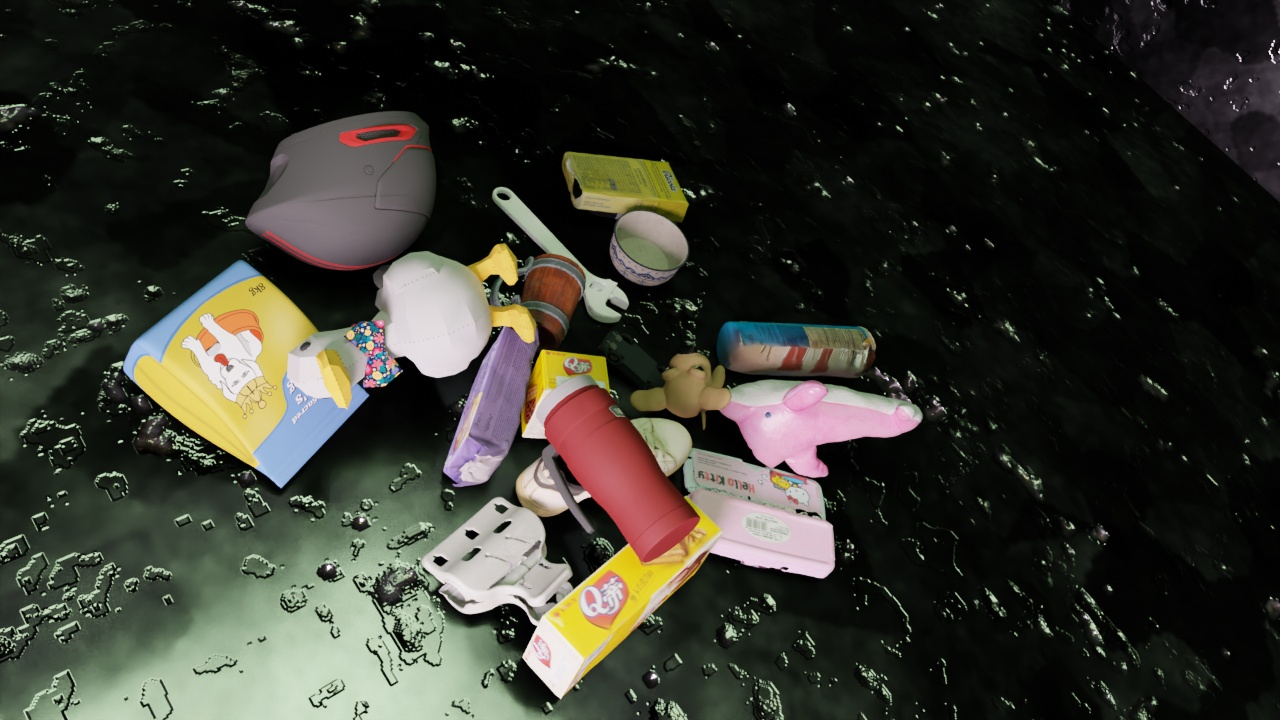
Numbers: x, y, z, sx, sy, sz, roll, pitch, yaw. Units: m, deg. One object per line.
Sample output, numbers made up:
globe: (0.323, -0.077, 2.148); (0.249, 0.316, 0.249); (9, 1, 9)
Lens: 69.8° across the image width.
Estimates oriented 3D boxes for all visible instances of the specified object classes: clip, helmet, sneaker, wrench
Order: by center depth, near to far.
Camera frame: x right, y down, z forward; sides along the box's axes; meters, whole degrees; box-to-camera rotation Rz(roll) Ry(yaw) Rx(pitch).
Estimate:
clip: (-0.141, 0.228, 0.990); (0.151, 0.092, 0.125); (33, 49, 18)
sneaker: (-0.032, 0.108, 1.099); (0.240, 0.103, 0.089); (-18, 65, -33)
helmet: (-0.357, -0.199, 1.139); (0.263, 0.165, 0.170); (-22, 96, -40)
wrench: (-0.119, -0.155, 1.312); (0.273, 0.018, 0.066); (46, 51, 13)

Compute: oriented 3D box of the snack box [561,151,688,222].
snack box: (-0.028, -0.266, 1.406); (0.180, 0.045, 0.121); (2, 43, -22)

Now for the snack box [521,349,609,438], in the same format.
snack box: (-0.094, 0.045, 1.116); (0.083, 0.106, 0.061); (6, 52, -21)

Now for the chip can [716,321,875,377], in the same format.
chip can: (0.226, -0.015, 1.328); (0.229, 0.080, 0.079); (1, 56, -23)

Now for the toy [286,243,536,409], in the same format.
toy: (-0.258, -0.040, 1.020); (0.267, 0.141, 0.246); (-20, 25, -13)

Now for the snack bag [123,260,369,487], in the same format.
snack bag: (-0.421, 0.018, 1.003); (0.205, 0.103, 0.158); (44, 48, -11)

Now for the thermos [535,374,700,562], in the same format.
thermos: (-0.036, 0.120, 0.976); (0.108, 0.084, 0.198); (-38, 69, -2)

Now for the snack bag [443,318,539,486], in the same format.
snack bag: (-0.170, 0.047, 1.088); (0.058, 0.097, 0.204); (25, 50, -14)

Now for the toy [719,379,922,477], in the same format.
toy: (0.235, 0.091, 1.215); (0.266, 0.186, 0.127); (2, 84, 5)

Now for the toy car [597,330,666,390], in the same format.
toy car: (-0.007, 0.007, 1.228); (0.112, 0.034, 0.046); (42, 51, -11)

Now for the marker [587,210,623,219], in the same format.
marker: (-0.014, -0.221, 1.404); (0.138, 0.016, 0.022); (6, 14, -20)

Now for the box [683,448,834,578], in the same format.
box: (0.150, 0.188, 1.163); (0.201, 0.045, 0.154); (16, 50, -14)

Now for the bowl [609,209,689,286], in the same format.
bowl: (0.007, -0.157, 1.341); (0.115, 0.059, 0.115); (12, 52, -16)

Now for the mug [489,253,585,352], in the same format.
mug: (-0.137, -0.082, 1.202); (0.117, 0.082, 0.110); (33, 50, -23)

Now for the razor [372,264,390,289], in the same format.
razor: (-0.271, -0.077, 1.163); (0.156, 0.060, 0.057); (24, 59, 19)

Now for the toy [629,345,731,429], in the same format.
toy: (0.068, 0.036, 1.191); (0.108, 0.134, 0.105); (13, 76, -67)

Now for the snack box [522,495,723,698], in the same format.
snack box: (-0.016, 0.253, 0.994); (0.061, 0.110, 0.229); (43, 50, 17)
